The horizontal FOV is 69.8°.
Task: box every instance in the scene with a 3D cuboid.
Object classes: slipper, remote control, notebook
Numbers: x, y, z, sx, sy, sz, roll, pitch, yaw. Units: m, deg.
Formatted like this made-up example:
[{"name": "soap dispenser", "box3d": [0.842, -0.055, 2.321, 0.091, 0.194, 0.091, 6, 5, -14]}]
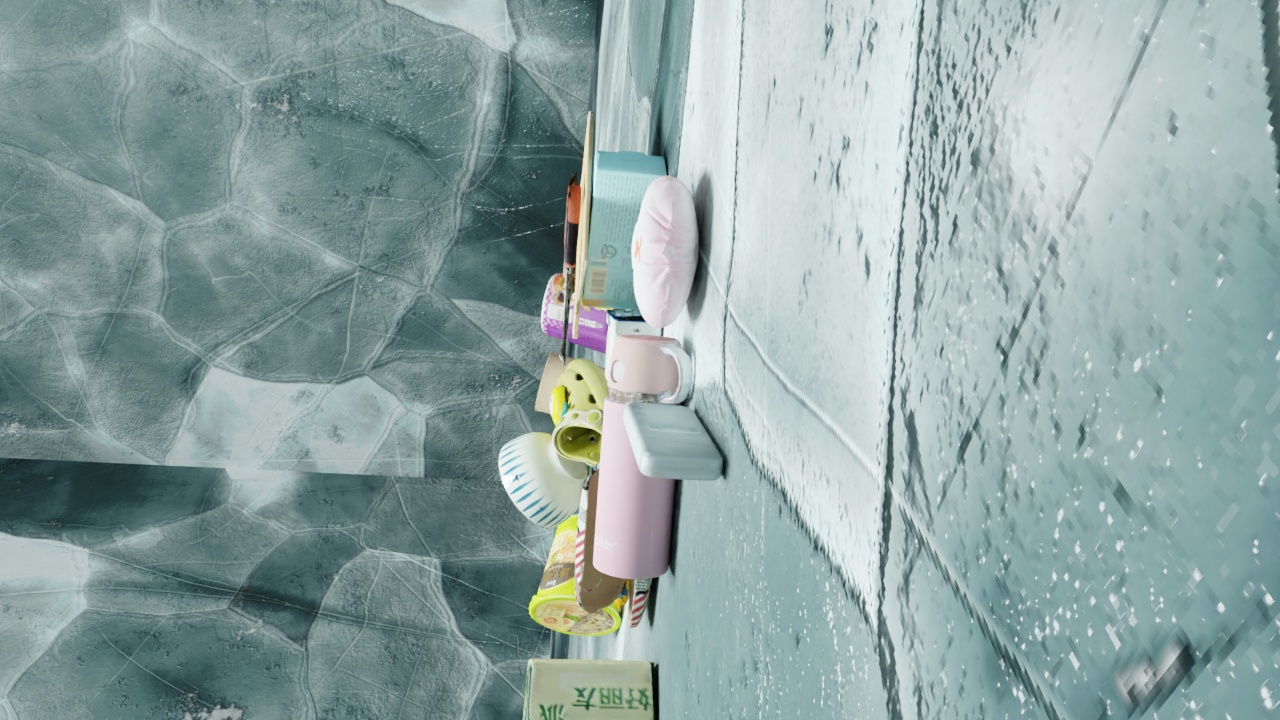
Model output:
[{"name": "slipper", "box3d": [-0.062, 0.073, 1.047, 0.190, 0.081, 0.092, -125, 30, -45]}, {"name": "remote control", "box3d": [-0.008, -0.038, 0.960, 0.125, 0.049, 0.024, -128, 40, -80]}, {"name": "notebook", "box3d": [-0.064, -0.149, 1.017, 0.148, 0.008, 0.207, 104, 168, -57]}, {"name": "remote control", "box3d": [0.020, 0.056, 0.647, 0.136, 0.056, 0.020, -118, 34, -76]}]

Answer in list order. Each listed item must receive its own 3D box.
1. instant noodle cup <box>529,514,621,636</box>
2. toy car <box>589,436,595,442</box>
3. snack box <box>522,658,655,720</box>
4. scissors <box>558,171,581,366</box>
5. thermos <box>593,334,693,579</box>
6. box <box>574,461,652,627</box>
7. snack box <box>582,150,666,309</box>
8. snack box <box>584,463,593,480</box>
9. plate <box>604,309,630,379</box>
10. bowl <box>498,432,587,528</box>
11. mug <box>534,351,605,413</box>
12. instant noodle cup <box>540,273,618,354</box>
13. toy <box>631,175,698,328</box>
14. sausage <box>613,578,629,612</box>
[{"name": "instant noodle cup", "box3d": [-0.073, 0.262, 1.141, 0.112, 0.111, 0.123, 102, 177, -51]}, {"name": "toy car", "box3d": [-0.050, 0.097, 1.185, 0.122, 0.056, 0.037, 70, 176, -87]}, {"name": "snack box", "box3d": [-0.057, 0.346, 0.889, 0.241, 0.114, 0.063, 105, 166, -58]}, {"name": "scissors", "box3d": [-0.075, -0.101, 0.973, 0.208, 0.015, 0.186, -98, 15, -61]}, {"name": "thermos", "box3d": [0.005, 0.080, 0.762, 0.087, 0.067, 0.198, 15, 101, 51]}, {"name": "box", "box3d": [-0.009, 0.172, 0.856, 0.087, 0.076, 0.163, 20, 112, 42]}, {"name": "snack box", "box3d": [-0.020, -0.138, 1.000, 0.051, 0.074, 0.175, -95, 11, -53]}, {"name": "snack box", "box3d": [-0.049, 0.157, 1.179, 0.175, 0.051, 0.074, 141, 131, -80]}, {"name": "plate", "box3d": [-0.022, 0.002, 1.117, 0.164, 0.034, 0.164, -106, 20, -71]}, {"name": "bowl", "box3d": [-0.106, 0.133, 1.089, 0.116, 0.066, 0.116, 47, -158, -26]}, {"name": "mug", "box3d": [-0.085, 0.039, 1.284, 0.124, 0.103, 0.084, -87, 12, -83]}, {"name": "instant noodle cup", "box3d": [-0.074, -0.067, 1.218, 0.111, 0.099, 0.111, 13, -91, -81]}, {"name": "toy", "box3d": [0.020, -0.091, 0.760, 0.159, 0.054, 0.121, -79, -6, -80]}, {"name": "sausage", "box3d": [-0.022, 0.206, 1.059, 0.021, 0.021, 0.165, 110, 162, -67]}]
